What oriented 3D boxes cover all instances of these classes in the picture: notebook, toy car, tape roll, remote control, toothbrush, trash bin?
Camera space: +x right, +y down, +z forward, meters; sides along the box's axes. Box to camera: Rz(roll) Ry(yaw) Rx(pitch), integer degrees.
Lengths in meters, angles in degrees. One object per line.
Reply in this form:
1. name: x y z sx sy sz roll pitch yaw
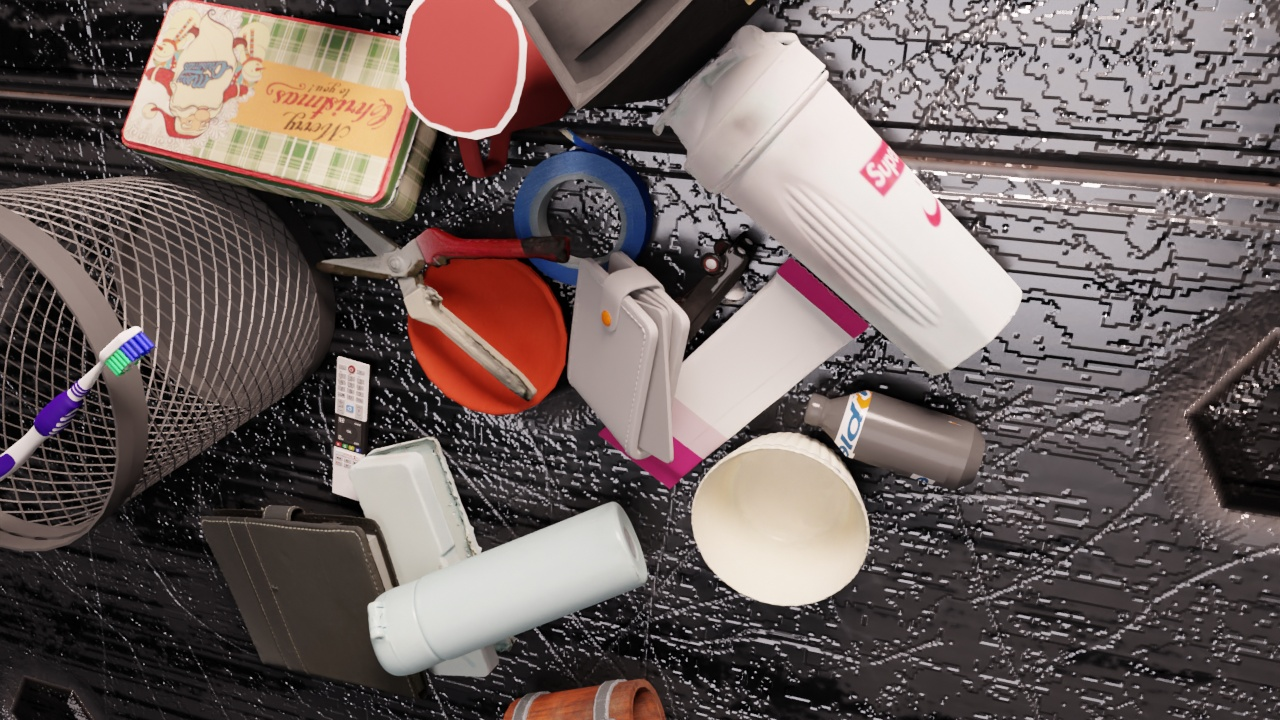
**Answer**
1. notebook: -0.279 0.200 0.779 0.209 0.029 0.169 -3 109 30
2. toy car: 0.044 -0.040 0.598 0.037 0.040 0.092 38 116 1
3. tape roll: -0.039 -0.096 0.617 0.091 0.016 0.093 36 116 3
4. remote control: -0.232 0.055 0.739 0.028 0.011 0.124 15 113 12
5. toothbrush: -0.322 0.032 0.505 0.187 0.015 0.016 -33 102 26
6. trash bin: -0.358 -0.023 0.633 0.218 0.226 0.218 6 111 16

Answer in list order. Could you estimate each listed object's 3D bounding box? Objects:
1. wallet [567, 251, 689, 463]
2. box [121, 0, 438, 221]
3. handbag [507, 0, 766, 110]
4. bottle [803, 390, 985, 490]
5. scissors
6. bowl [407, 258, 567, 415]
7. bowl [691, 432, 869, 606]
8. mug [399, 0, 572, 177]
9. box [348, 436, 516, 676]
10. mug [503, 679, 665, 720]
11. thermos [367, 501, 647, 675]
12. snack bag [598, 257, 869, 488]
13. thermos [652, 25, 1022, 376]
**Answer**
1. wallet: -0.004 0.003 0.589 0.115 0.037 0.119 48 141 38
2. box: -0.237 -0.170 0.615 0.205 0.050 0.117 16 87 12
3. handbag: 0.052 -0.215 0.459 0.196 0.175 0.072 -30 97 22
4. bottle: 0.161 0.047 0.588 0.112 0.046 0.047 18 114 11
5. scissors: -0.129 -0.048 0.625 0.199 0.015 0.179 -16 103 24
6. bowl: -0.104 -0.023 0.655 0.122 0.035 0.122 6 111 16
7. bowl: 0.097 0.099 0.619 0.115 0.062 0.115 6 111 16
8. mug: -0.090 -0.169 0.563 0.080 0.096 0.116 18 114 11
9. box: -0.170 0.163 0.740 0.083 0.067 0.199 -18 105 3
10. mug: -0.050 0.293 0.715 0.111 0.117 0.081 -20 66 20
11. thermos: -0.101 0.171 0.677 0.207 0.078 0.065 -23 58 6
12. snack bag: 0.057 0.015 0.616 0.070 0.016 0.197 37 123 -14
13. thermos: 0.117 -0.092 0.533 0.220 0.099 0.100 42 116 -6
